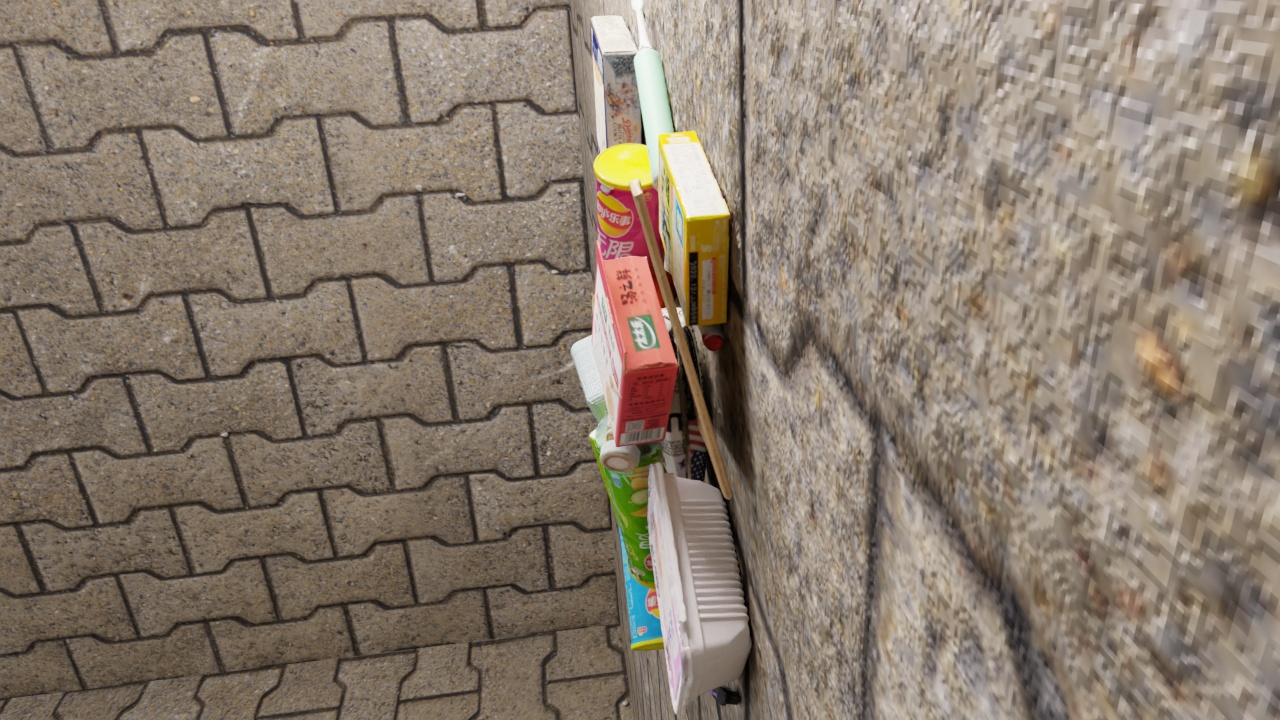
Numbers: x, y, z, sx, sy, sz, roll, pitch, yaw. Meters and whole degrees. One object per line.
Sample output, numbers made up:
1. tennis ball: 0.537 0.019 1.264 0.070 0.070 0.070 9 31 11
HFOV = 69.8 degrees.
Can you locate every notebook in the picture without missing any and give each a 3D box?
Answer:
1. notebook: 0.026 -0.022 0.657 0.149 0.012 0.211 -97 -10 -76

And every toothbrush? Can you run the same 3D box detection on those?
1. toothbrush: 0.074 0.305 0.841 0.189 0.017 0.014 90 -175 -72
2. toothbrush: 0.010 -0.249 0.830 0.027 0.026 0.224 45 -147 -61

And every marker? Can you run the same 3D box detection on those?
1. marker: 0.044 -0.057 0.712 0.145 0.017 0.017 -102 8 -50

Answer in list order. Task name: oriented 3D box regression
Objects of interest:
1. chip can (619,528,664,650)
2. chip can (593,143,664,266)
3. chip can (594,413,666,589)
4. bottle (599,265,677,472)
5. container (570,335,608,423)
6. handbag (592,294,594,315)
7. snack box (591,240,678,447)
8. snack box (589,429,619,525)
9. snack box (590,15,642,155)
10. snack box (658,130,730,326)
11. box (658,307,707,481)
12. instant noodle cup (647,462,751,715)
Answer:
1. chip can: 0.012 0.246 1.133 0.071 0.071 0.210 95 169 -67
2. chip can: -0.009 -0.108 0.923 0.211 0.071 0.071 91 172 -46
3. chip can: 0.006 0.138 0.908 0.072 0.072 0.222 -101 -1 -46
4. bottle: -0.005 0.005 0.838 0.060 0.060 0.205 91 -173 -55
5. container: -0.017 0.026 1.018 0.090 0.090 0.111 61 -174 -33
6. handbag: -0.002 -0.003 1.164 0.179 0.063 0.163 -153 56 -67
7. snack box: -0.006 -0.014 0.719 0.127 0.044 0.113 97 162 -53
8. snack box: -0.002 0.106 0.963 0.026 0.085 0.156 29 148 34
9. snack box: -0.029 -0.305 1.111 0.177 0.046 0.183 -103 9 -56
10. snack box: 0.036 -0.099 0.666 0.140 0.033 0.087 -105 10 -52
11. box: 0.028 0.036 0.782 0.071 0.060 0.164 -38 -57 -70
12. instant noodle cup: 0.045 0.179 0.733 0.138 0.060 0.173 92 170 -55
